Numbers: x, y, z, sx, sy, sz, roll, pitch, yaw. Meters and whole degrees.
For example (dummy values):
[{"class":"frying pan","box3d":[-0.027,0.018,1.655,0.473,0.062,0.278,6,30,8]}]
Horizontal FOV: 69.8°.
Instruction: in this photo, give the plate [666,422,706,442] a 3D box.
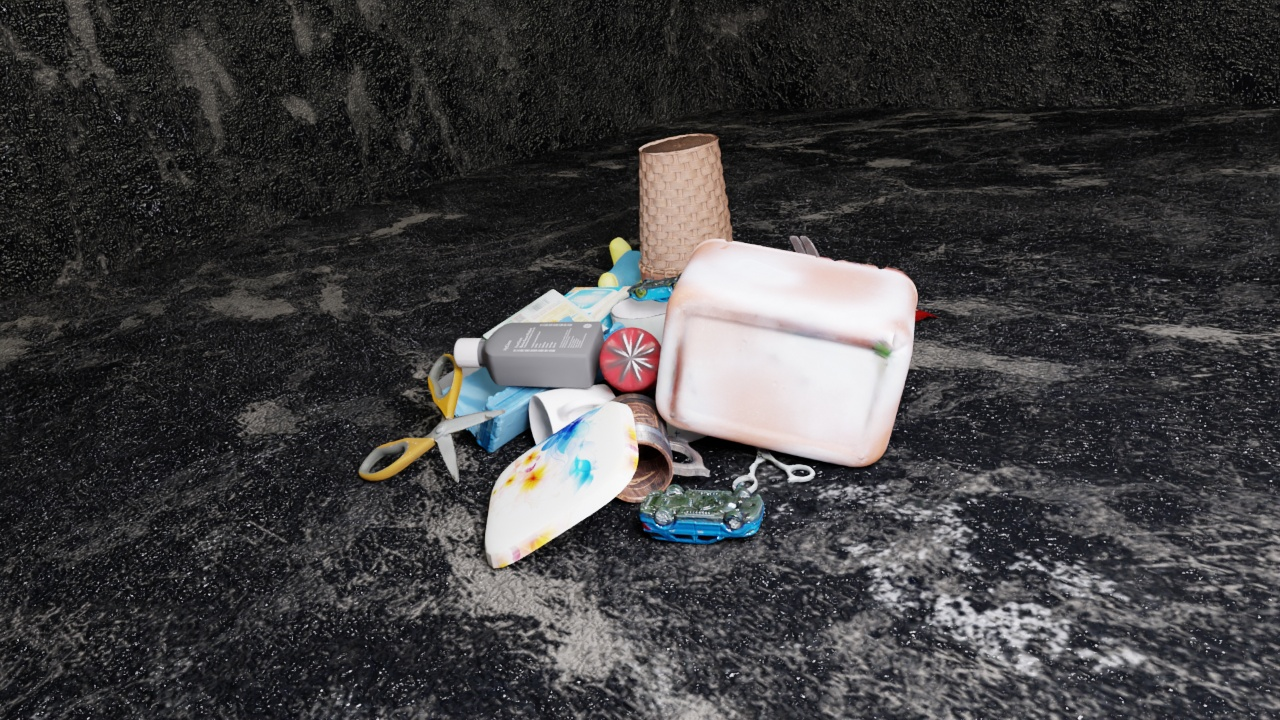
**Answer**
[{"class":"plate","box3d":[0.044,0.067,1.112,0.104,0.026,0.104,-9,22,3]}]

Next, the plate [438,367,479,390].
[{"class":"plate","box3d":[-0.218,0.023,1.349,0.178,0.012,0.178,-8,22,3]}]

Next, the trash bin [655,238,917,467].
[{"class":"trash bin","box3d":[0.157,-0.008,0.991,0.260,0.182,0.157,12,28,10]}]

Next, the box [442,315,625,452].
[{"class":"box","box3d":[-0.133,0.005,1.173,0.230,0.094,0.112,-34,71,-33]}]

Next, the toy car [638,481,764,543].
[{"class":"toy car","box3d":[0.059,0.148,0.880,0.120,0.044,0.056,-3,23,20]}]

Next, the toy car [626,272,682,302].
[{"class":"toy car","box3d":[0.032,-0.104,1.349,0.105,0.032,0.048,-6,21,22]}]

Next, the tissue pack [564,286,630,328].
[{"class":"tissue pack","box3d":[-0.082,-0.069,1.453,0.117,0.066,0.208,2,22,22]}]

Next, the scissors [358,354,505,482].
[{"class":"scissors","box3d":[-0.245,0.072,1.096,0.226,0.016,0.228,-20,44,26]}]

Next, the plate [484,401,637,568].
[{"class":"plate","box3d":[-0.086,0.118,0.939,0.187,0.016,0.186,-34,22,11]}]

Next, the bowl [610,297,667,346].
[{"class":"bowl","box3d":[0.016,-0.053,1.366,0.116,0.066,0.116,-8,22,3]}]

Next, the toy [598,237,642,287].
[{"class":"toy","box3d":[0.037,-0.147,1.567,0.214,0.084,0.148,-1,44,21]}]

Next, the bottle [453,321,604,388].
[{"class":"bottle","box3d":[-0.136,-0.008,1.097,0.174,0.046,0.083,1,32,12]}]

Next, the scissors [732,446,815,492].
[{"class":"scissors","box3d":[0.123,0.107,0.996,0.146,0.014,0.142,-21,27,-27]}]

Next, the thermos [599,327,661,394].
[{"class":"thermos","box3d":[-0.007,0.007,1.132,0.073,0.073,0.240,-9,-5,1]}]

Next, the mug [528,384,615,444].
[{"class":"mug","box3d":[-0.071,0.064,1.069,0.087,0.081,0.114,-13,-17,-24]}]

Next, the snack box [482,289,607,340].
[{"class":"snack box","box3d":[-0.127,-0.027,1.316,0.131,0.027,0.168,-36,48,-21]}]

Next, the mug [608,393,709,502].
[{"class":"mug","box3d":[0.011,0.095,0.997,0.115,0.080,0.107,4,22,-6]}]

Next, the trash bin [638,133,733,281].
[{"class":"trash bin","box3d":[0.062,-0.225,1.394,0.151,0.210,0.151,-7,24,3]}]

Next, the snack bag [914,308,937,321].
[{"class":"snack bag","box3d":[0.302,-0.060,1.275,0.139,0.067,0.207,18,32,40]}]

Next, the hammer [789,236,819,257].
[{"class":"hammer","box3d":[0.168,-0.055,1.262,0.035,0.138,0.313,8,36,41]}]
